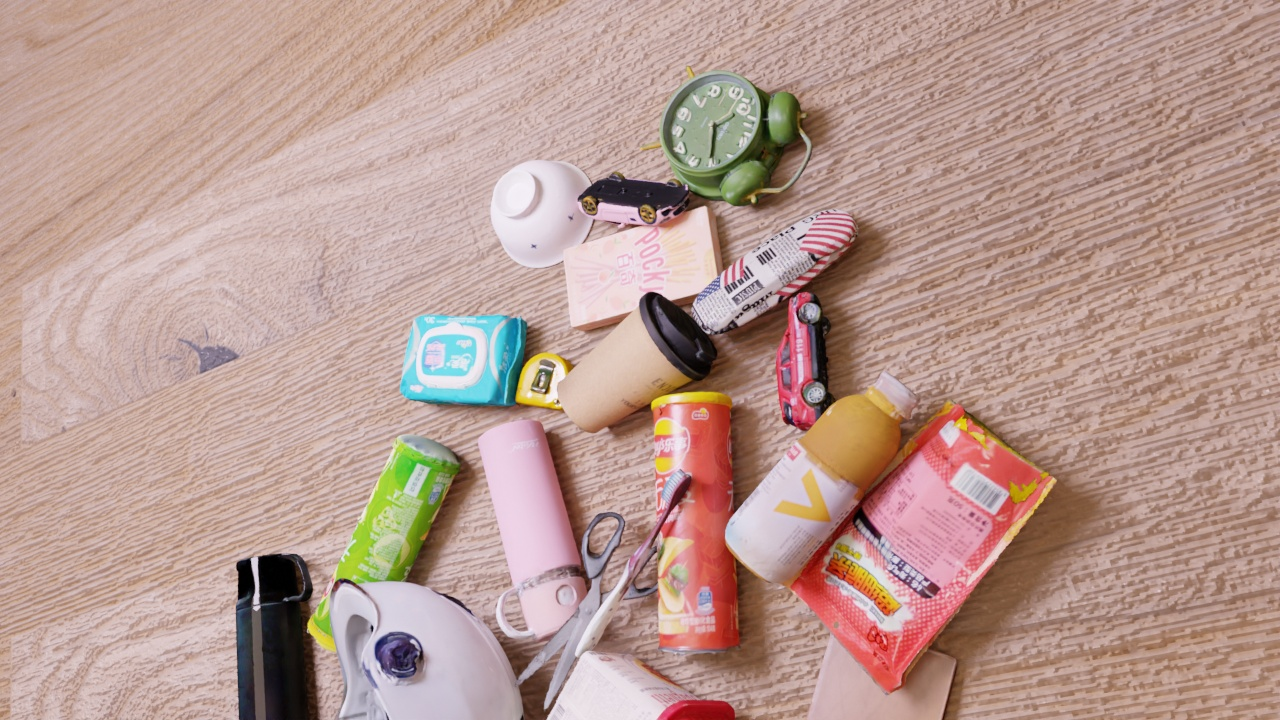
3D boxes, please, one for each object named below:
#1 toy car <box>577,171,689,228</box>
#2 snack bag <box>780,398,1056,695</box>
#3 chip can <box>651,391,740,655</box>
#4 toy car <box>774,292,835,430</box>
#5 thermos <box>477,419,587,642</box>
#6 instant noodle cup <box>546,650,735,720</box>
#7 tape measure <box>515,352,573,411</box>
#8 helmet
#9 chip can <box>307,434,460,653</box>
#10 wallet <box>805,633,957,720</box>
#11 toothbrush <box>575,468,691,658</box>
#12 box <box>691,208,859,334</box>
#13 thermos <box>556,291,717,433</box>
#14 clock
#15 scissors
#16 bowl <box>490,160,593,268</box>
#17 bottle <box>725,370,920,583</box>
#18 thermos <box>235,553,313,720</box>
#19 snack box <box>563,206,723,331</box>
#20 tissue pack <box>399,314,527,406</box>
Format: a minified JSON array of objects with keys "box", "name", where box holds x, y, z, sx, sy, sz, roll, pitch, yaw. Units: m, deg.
[{"box":[-0.007,-0.153,0.892,0.122,0.037,0.056,14,50,36],"name":"toy car"},{"box":[0.213,0.139,0.713,0.208,0.073,0.128,-54,48,10],"name":"snack bag"},{"box":[0.046,0.138,0.789,0.073,0.073,0.216,-6,76,24],"name":"chip can"},{"box":[0.140,0.002,0.785,0.045,0.053,0.120,-3,75,20],"name":"toy car"},{"box":[-0.107,0.159,0.852,0.067,0.087,0.198,-47,54,55],"name":"thermos"},{"box":[-0.002,0.308,0.757,0.124,0.116,0.116,29,91,39],"name":"instant noodle cup"},{"box":[-0.093,0.021,0.907,0.060,0.029,0.057,8,81,27],"name":"tape measure"},{"box":[-0.183,0.309,0.804,0.230,0.145,0.258,-62,41,43],"name":"helmet"},{"box":[-0.256,0.182,0.924,0.073,0.072,0.221,26,90,28],"name":"chip can"},{"box":[0.186,0.273,0.721,0.101,0.020,0.115,14,82,29],"name":"wallet"},{"box":[-0.009,0.171,0.767,0.017,0.016,0.188,38,103,43],"name":"toothbrush"},{"box":[0.119,-0.076,0.807,0.164,0.068,0.051,-33,105,7],"name":"box"},{"box":[-0.005,0.005,0.839,0.143,0.093,0.093,-37,65,22],"name":"thermos"},{"box":[0.087,-0.207,0.857,0.161,0.056,0.116,31,93,28],"name":"clock"},{"box":[-0.045,0.212,0.803,0.164,0.014,0.163,-11,76,-11],"name":"scissors"},{"box":[-0.112,-0.160,0.938,0.118,0.064,0.118,-6,76,24],"name":"bowl"},{"box":[0.147,0.092,0.733,0.068,0.068,0.190,43,99,27],"name":"bottle"},{"box":[-0.374,0.324,0.948,0.090,0.068,0.242,-19,71,26],"name":"thermos"},{"box":[0.002,-0.087,0.887,0.157,0.026,0.084,-14,73,23],"name":"snack box"},{"box":[-0.178,0.000,0.940,0.134,0.050,0.093,1,78,25],"name":"tissue pack"}]
